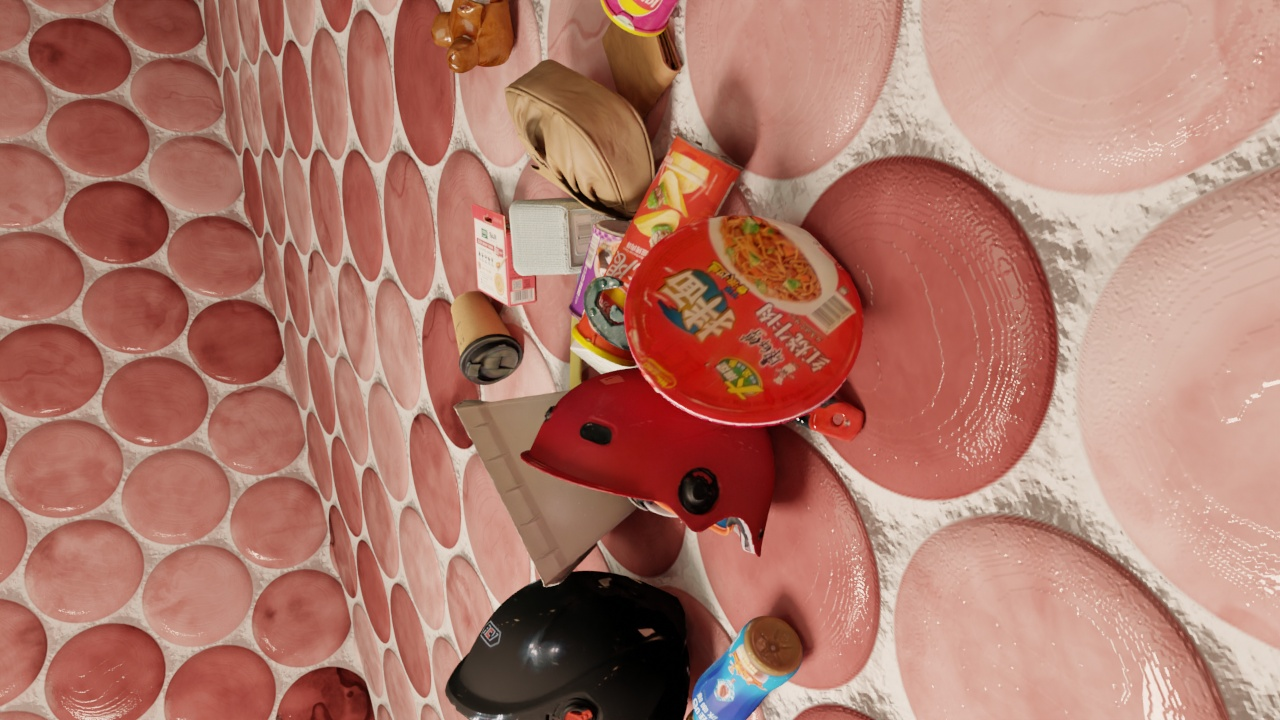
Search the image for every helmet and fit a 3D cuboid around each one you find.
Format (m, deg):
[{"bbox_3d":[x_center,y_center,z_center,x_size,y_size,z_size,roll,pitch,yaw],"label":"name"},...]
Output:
[{"bbox_3d":[0.019,0.073,0.853,0.207,0.240,0.144,14,80,55],"label":"helmet"},{"bbox_3d":[-0.072,0.352,1.042,0.234,0.274,0.230,16,86,66],"label":"helmet"}]

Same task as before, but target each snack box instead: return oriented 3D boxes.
[{"bbox_3d":[-0.006,0.006,0.996,0.157,0.084,0.026,7,61,57],"label":"snack box"},{"bbox_3d":[-0.190,-0.150,1.275,0.113,0.044,0.127,29,125,52],"label":"snack box"}]

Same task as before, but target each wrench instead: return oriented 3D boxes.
[{"bbox_3d":[0.065,0.001,0.805,0.273,0.016,0.056,28,105,15],"label":"wrench"}]

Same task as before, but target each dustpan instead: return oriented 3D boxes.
[{"bbox_3d":[-0.120,0.148,1.106,0.143,0.257,0.222,-34,81,37],"label":"dustpan"}]

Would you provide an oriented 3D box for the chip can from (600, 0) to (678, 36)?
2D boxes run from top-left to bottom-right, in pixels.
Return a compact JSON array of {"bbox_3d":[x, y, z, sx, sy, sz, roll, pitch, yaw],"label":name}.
[{"bbox_3d":[0.036,-0.387,0.802,0.211,0.071,0.071,-48,59,53],"label":"chip can"}]

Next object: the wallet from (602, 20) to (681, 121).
[{"bbox_3d":[-0.003,-0.314,0.941,0.101,0.020,0.115,-39,64,57],"label":"wallet"}]

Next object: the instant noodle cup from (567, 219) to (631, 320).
[{"bbox_3d":[-0.014,-0.090,0.958,0.111,0.111,0.099,34,119,49],"label":"instant noodle cup"}]

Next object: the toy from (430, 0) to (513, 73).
[{"bbox_3d":[-0.204,-0.467,1.132,0.140,0.130,0.200,58,134,40],"label":"toy"}]

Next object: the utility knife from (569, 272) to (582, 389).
[{"bbox_3d":[-0.080,-0.033,1.160,0.031,0.020,0.196,24,121,49],"label":"utility knife"}]

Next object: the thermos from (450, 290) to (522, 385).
[{"bbox_3d":[-0.233,-0.035,1.346,0.143,0.093,0.093,61,145,39],"label":"thermos"}]

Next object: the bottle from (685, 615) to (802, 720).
[{"bbox_3d":[0.096,0.340,0.950,0.065,0.065,0.219,59,144,30],"label":"bottle"}]

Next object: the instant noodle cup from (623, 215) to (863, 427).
[{"bbox_3d":[0.083,-0.025,0.761,0.066,0.193,0.193,86,159,-64],"label":"instant noodle cup"}]

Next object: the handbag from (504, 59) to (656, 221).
[{"bbox_3d":[-0.068,-0.230,0.975,0.204,0.099,0.148,41,164,46],"label":"handbag"}]

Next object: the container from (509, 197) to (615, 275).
[{"bbox_3d":[-0.084,-0.144,1.065,0.112,0.089,0.090,11,108,53],"label":"container"}]

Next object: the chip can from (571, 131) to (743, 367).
[{"bbox_3d":[0.014,-0.100,0.858,0.073,0.073,0.217,45,112,43],"label":"chip can"}]
